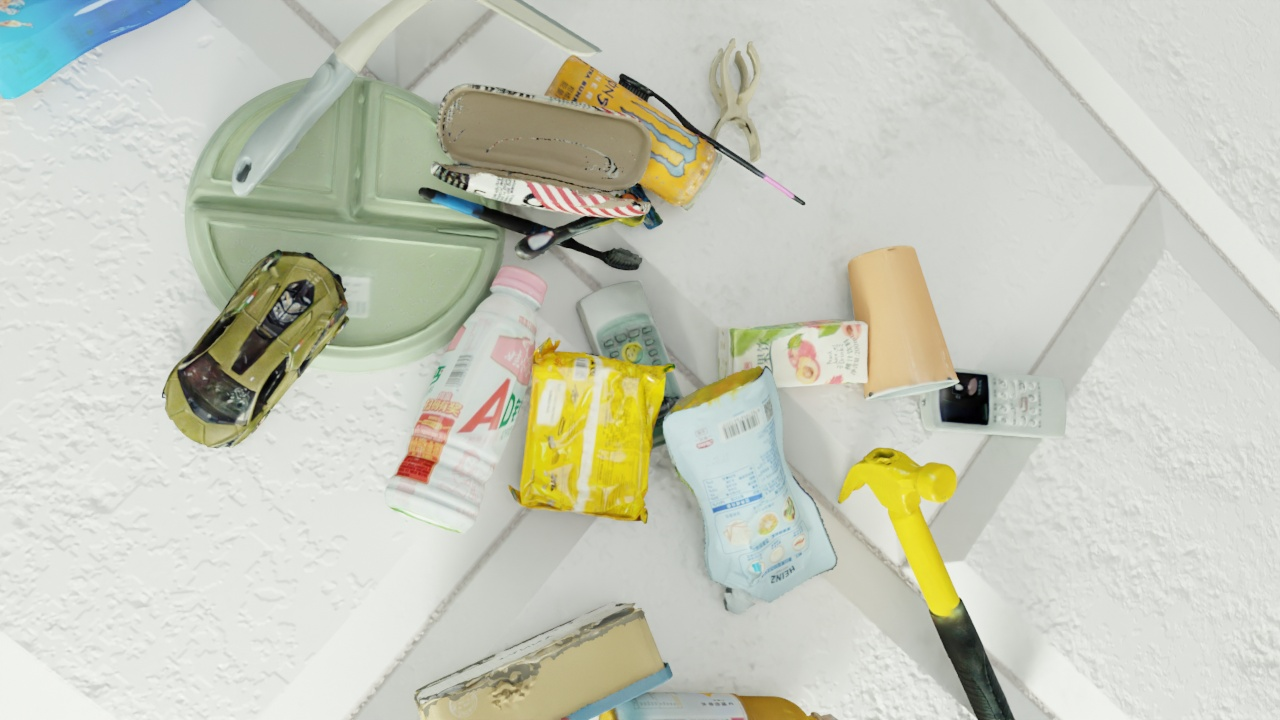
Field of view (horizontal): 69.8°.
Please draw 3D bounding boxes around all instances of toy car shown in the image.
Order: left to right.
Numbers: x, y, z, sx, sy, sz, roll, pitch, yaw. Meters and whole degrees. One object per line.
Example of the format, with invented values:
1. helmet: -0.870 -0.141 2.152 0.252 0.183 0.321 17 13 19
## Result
1. toy car: -0.263 -0.005 0.625 0.070 0.042 0.158 38 97 -11

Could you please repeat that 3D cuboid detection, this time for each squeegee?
1. squeegee: -0.201 -0.210 0.646 0.246 0.039 0.246 37 76 16

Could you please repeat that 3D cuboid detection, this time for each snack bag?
1. snack bag: 0.088 0.107 0.731 0.110 0.039 0.191 -27 108 -27

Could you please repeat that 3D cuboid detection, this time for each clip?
1. clip: 0.082 -0.222 0.787 0.072 0.035 0.100 3 87 -18

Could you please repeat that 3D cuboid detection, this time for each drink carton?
1. drink carton: 0.126 -0.005 0.766 0.122 0.045 0.053 -3 97 -16

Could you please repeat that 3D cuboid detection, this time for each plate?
1. plate: -0.213 -0.105 0.680 0.230 0.027 0.230 2 83 -17

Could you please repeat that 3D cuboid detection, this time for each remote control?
1. remote control: -0.004 0.004 0.737 0.056 0.019 0.135 -19 89 -19
2. remote control: 0.324 0.039 0.837 0.150 0.021 0.058 4 82 -18

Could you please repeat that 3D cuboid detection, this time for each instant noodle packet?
1. instant noodle packet: -0.037 0.053 0.695 0.110 0.044 0.128 10 91 -12

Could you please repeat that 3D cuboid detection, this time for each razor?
1. razor: -0.039 -0.108 0.717 0.142 0.022 0.042 -27 83 -36

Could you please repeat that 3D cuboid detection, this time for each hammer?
1. hammer: 0.252 0.202 0.758 0.032 0.129 0.301 -32 105 -20

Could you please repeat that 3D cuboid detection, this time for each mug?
1. mug: 0.219 -0.032 0.788 0.078 0.078 0.122 -7 80 -19

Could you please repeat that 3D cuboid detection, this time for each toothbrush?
1. toothbrush: -0.080 -0.101 0.710 0.189 0.016 0.014 16 71 -28
2. toothbrush: 0.057 -0.181 0.764 0.189 0.014 0.018 35 103 2

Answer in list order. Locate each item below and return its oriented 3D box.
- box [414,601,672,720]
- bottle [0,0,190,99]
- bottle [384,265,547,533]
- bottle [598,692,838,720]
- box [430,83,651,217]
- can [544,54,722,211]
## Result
1. box: -0.065 0.228 0.653 0.184 0.090 0.062 -18 82 -18
2. bottle: -0.361 -0.260 0.633 0.218 0.065 0.065 -39 96 -19
3. bottle: -0.121 0.025 0.676 0.068 0.068 0.196 24 72 -14
4. bottle: 0.063 0.289 0.697 0.189 0.068 0.068 7 81 -17
5. box: -0.070 -0.154 0.676 0.162 0.075 0.086 6 98 -12
6. can: -0.009 -0.182 0.738 0.146 0.058 0.058 30 75 -12
